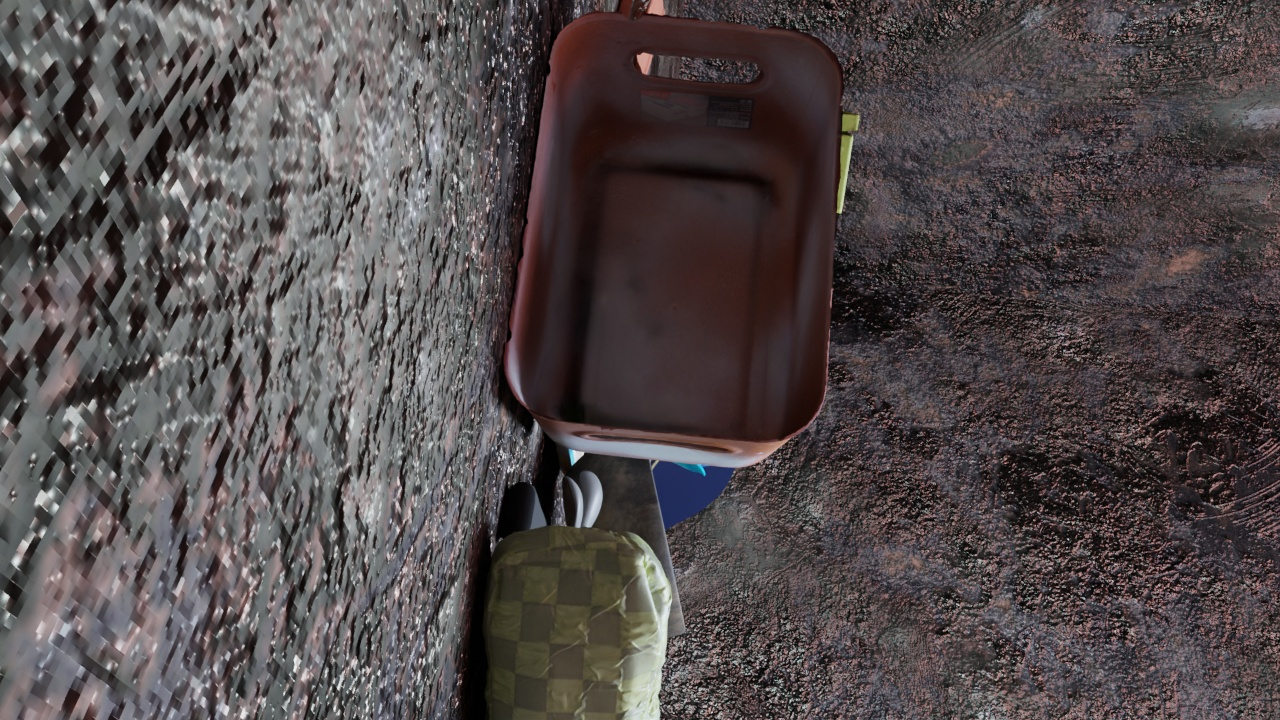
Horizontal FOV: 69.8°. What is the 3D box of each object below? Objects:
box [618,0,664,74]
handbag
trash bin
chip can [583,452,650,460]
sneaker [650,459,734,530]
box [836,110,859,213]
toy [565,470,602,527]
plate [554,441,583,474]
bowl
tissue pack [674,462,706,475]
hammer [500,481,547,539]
[{"bbox_3d":[-0.002,-0.323,0.914,0.060,0.058,0.186,-44,-156,39],"label":"box"},{"bbox_3d":[-0.038,0.179,0.546,0.117,0.113,0.186,-105,-161,-77],"label":"handbag"},{"bbox_3d":[0.023,-0.064,0.600,0.157,0.181,0.259,92,4,-75],"label":"trash bin"},{"bbox_3d":[-0.028,0.110,0.940,0.079,0.080,0.230,-76,171,-71],"label":"chip can"},{"bbox_3d":[0.024,0.142,1.143,0.233,0.091,0.118,-45,-162,21],"label":"sneaker"},{"bbox_3d":[0.063,-0.183,0.782,0.124,0.221,0.082,-68,166,-71],"label":"box"},{"bbox_3d":[-0.045,0.133,0.626,0.049,0.030,0.111,-1,100,-71],"label":"toy"},{"bbox_3d":[-0.055,-0.003,0.778,0.187,0.016,0.186,90,5,-63],"label":"plate"},{"bbox_3d":[-0.015,0.141,0.726,0.162,0.070,0.162,160,-82,-89],"label":"bowl"},{"bbox_3d":[0.047,-0.024,0.752,0.117,0.066,0.208,51,48,-47],"label":"tissue pack"},{"bbox_3d":[-0.071,0.164,0.692,0.324,0.029,0.126,89,7,-61],"label":"hammer"}]
